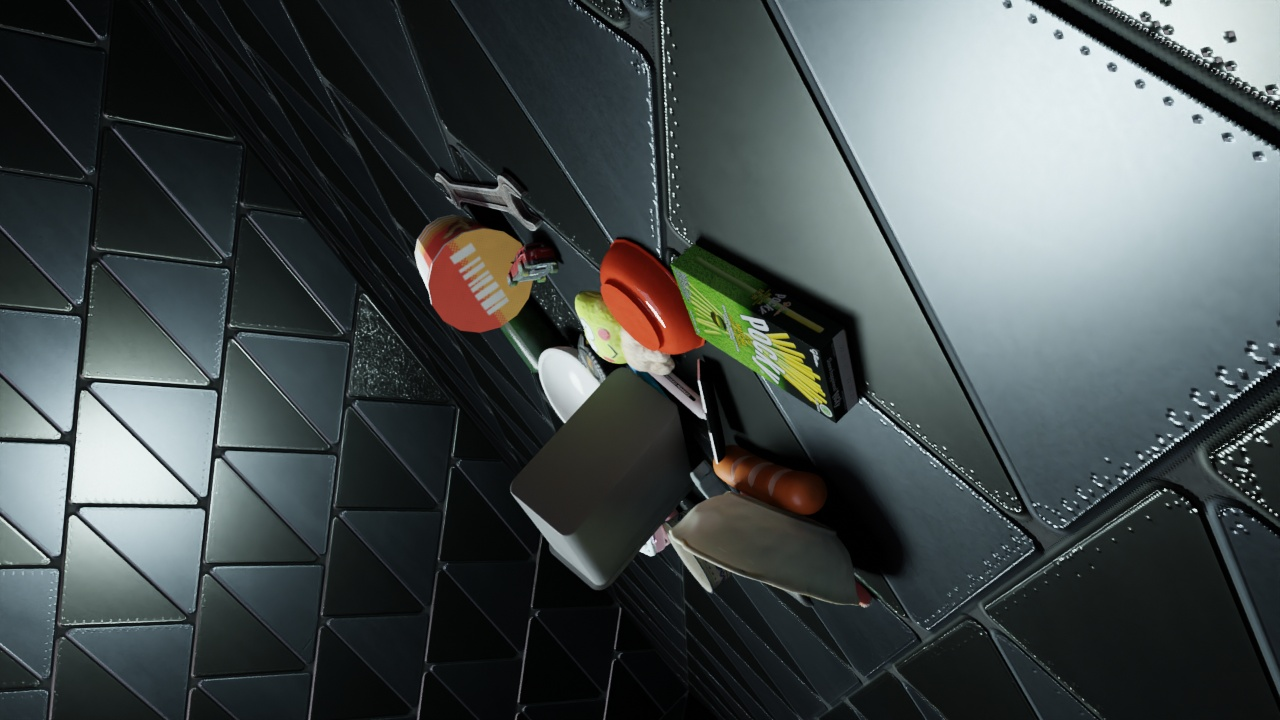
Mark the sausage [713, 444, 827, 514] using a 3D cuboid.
[{"bbox_3d":[0.121,0.113,0.873,0.164,0.039,0.044,14,132,64],"label":"sausage"}]

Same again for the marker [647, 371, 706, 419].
[{"bbox_3d":[0.024,0.018,0.944,0.133,0.020,0.017,41,173,26],"label":"marker"}]

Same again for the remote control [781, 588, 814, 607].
[{"bbox_3d":[0.168,0.273,1.160,0.041,0.020,0.152,53,166,-18],"label":"remote control"}]

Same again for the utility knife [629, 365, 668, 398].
[{"bbox_3d":[-0.006,0.006,1.010,0.158,0.015,0.031,52,161,-9],"label":"utility knife"}]

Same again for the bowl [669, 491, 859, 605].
[{"bbox_3d":[0.124,0.170,0.873,0.189,0.060,0.219,17,177,35],"label":"bowl"}]

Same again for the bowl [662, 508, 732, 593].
[{"bbox_3d":[0.086,0.249,1.238,0.115,0.059,0.116,53,167,17],"label":"bowl"}]

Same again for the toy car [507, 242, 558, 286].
[{"bbox_3d":[-0.120,-0.104,1.006,0.091,0.042,0.036,146,112,-68],"label":"toy car"}]

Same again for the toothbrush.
[{"bbox_3d":[0.173,0.197,0.979,0.184,0.015,0.016,40,166,32],"label":"toothbrush"}]

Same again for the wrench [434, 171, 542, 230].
[{"bbox_3d":[-0.177,-0.185,1.030,0.273,0.010,0.070,23,150,58],"label":"wrench"}]

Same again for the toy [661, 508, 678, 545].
[{"bbox_3d":[-0.029,0.187,1.369,0.238,0.087,0.191,45,145,-6],"label":"toy"}]

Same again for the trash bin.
[{"bbox_3d":[-0.034,0.140,1.043,0.097,0.191,0.220,36,163,22],"label":"trash bin"}]

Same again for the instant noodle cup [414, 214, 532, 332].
[{"bbox_3d":[-0.210,-0.114,1.103,0.121,0.123,0.123,41,165,54],"label":"instant noodle cup"}]

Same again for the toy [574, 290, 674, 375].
[{"bbox_3d":[-0.015,-0.023,0.911,0.115,0.046,0.092,31,156,27],"label":"toy"}]

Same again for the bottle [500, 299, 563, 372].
[{"bbox_3d":[-0.170,-0.067,1.211,0.174,0.055,0.055,55,164,-15],"label":"bottle"}]

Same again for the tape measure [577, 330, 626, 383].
[{"bbox_3d":[-0.042,-0.004,1.046,0.062,0.038,0.067,52,164,19],"label":"tape measure"}]

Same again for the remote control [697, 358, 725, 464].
[{"bbox_3d":[0.068,0.050,0.875,0.124,0.012,0.028,74,-167,-45],"label":"remote control"}]

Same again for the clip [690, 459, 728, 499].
[{"bbox_3d":[0.129,0.189,1.017,0.143,0.029,0.172,39,170,50],"label":"clip"}]

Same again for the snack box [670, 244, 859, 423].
[{"bbox_3d":[0.088,-0.021,0.664,0.147,0.025,0.080,35,160,40],"label":"snack box"}]

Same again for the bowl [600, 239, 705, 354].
[{"bbox_3d":[0.003,-0.049,0.814,0.122,0.035,0.122,44,164,16],"label":"bowl"}]

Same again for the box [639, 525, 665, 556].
[{"bbox_3d":[-0.014,0.170,1.241,0.086,0.044,0.202,20,126,57],"label":"box"}]

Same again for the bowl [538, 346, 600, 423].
[{"bbox_3d":[-0.066,0.040,1.175,0.149,0.043,0.150,35,144,30],"label":"bowl"}]
